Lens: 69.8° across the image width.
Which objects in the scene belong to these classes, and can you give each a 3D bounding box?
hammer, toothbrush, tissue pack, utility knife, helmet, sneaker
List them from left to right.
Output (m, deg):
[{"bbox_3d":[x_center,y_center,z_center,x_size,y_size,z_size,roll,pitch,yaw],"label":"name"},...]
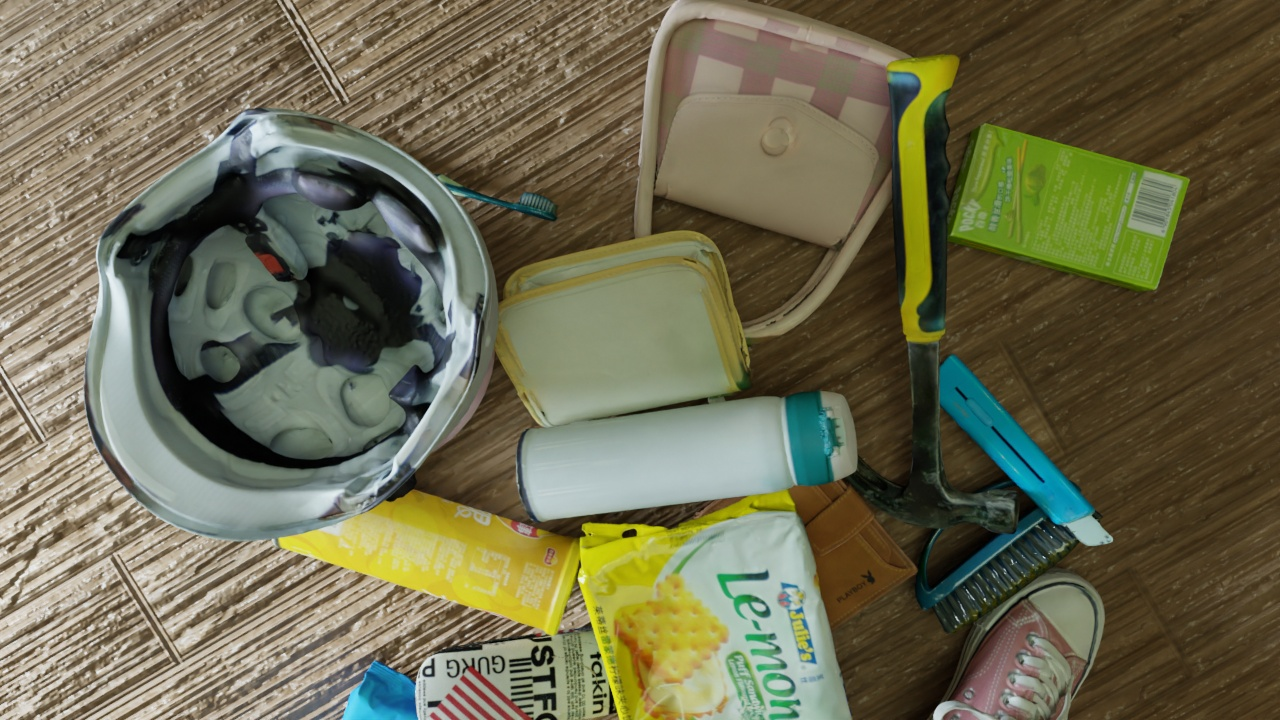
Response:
[{"bbox_3d":[-0.204,-0.021,0.582,0.229,0.145,0.259,39,100,0],"label":"helmet"},{"bbox_3d":[-0.193,0.312,0.684,0.095,0.052,0.157,25,93,0],"label":"tissue pack"},{"bbox_3d":[-0.153,-0.136,0.680,0.191,0.016,0.018,17,83,-1],"label":"toothbrush"},{"bbox_3d":[0.187,-0.035,0.617,0.126,0.031,0.323,2,111,27],"label":"hammer"},{"bbox_3d":[0.258,0.250,0.645,0.118,0.088,0.240,44,79,-1],"label":"sneaker"},{"bbox_3d":[0.267,0.065,0.651,0.034,0.018,0.166,-39,67,2],"label":"utility knife"}]

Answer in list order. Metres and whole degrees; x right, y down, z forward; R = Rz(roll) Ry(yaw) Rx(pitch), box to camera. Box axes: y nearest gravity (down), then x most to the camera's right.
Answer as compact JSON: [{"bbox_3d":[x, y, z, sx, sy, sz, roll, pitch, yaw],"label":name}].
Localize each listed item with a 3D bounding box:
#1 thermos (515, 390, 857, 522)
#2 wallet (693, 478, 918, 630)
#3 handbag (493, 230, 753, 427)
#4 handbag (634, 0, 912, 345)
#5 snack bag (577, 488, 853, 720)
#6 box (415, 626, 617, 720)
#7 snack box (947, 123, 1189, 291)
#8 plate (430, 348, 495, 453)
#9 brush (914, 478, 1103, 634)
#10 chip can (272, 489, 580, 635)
[{"bbox_3d":[0.033,0.064,0.624,0.224,0.073,0.073,-9,93,13],"label":"thermos"},{"bbox_3d":[0.125,0.128,0.675,0.119,0.035,0.130,-41,91,21],"label":"wallet"},{"bbox_3d":[-0.004,0.004,0.656,0.163,0.063,0.179,-12,120,16],"label":"handbag"},{"bbox_3d":[0.081,-0.124,0.654,0.193,0.093,0.234,17,104,-1],"label":"handbag"},{"bbox_3d":[0.057,0.216,0.644,0.158,0.068,0.246,-14,95,0],"label":"snack bag"},{"bbox_3d":[-0.079,0.233,0.662,0.164,0.064,0.074,-6,106,-18],"label":"box"},{"bbox_3d":[0.308,-0.111,0.670,0.156,0.026,0.086,14,93,0],"label":"snack box"},{"bbox_3d":[-0.205,-0.013,0.675,0.192,0.039,0.192,0,93,1],"label":"plate"},{"bbox_3d":[0.259,0.133,0.671,0.144,0.055,0.073,-39,70,2],"label":"brush"},{"bbox_3d":[-0.151,0.134,0.665,0.213,0.072,0.072,17,93,0],"label":"chip can"}]
